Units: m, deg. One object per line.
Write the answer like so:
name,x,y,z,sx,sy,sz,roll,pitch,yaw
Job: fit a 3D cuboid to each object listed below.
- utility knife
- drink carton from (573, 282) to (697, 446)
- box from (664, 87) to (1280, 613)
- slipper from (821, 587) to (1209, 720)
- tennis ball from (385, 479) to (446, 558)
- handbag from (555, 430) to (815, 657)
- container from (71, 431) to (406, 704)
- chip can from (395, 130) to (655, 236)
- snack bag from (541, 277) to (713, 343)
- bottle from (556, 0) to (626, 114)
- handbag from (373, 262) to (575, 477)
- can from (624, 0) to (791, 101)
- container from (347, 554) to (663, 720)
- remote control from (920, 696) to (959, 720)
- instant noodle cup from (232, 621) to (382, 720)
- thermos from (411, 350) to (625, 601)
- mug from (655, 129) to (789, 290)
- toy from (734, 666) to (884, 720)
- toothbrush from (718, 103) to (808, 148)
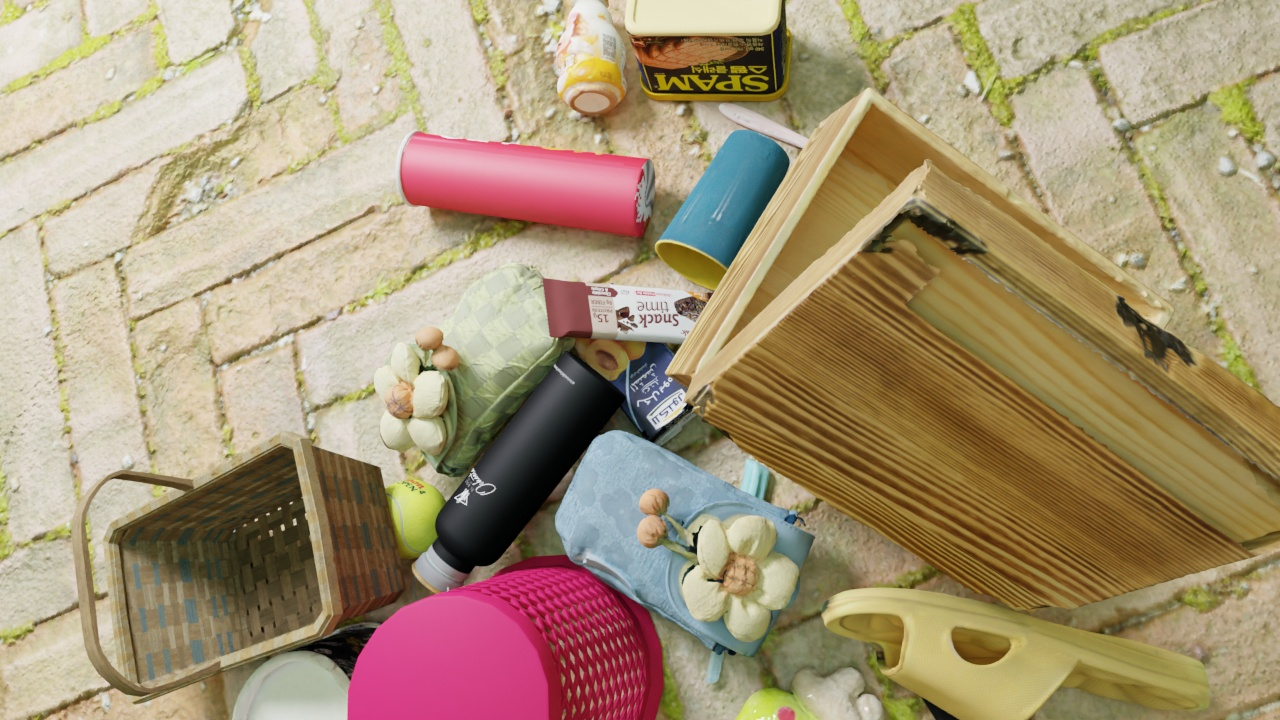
utility knife,0.075,0.167,0.730,0.022,0.016,0.179,11,78,14
drink carton,-0.005,0.005,0.772,0.064,0.040,0.130,-39,73,1
box,0.198,0.010,0.551,0.279,0.315,0.282,33,86,-10
slipper,0.251,0.218,0.630,0.263,0.100,0.078,11,67,2
tennis ball,-0.192,0.132,0.765,0.065,0.065,0.065,-3,76,10
handbag,0.028,0.132,0.686,0.192,0.118,0.121,29,87,15
container,-0.325,0.159,0.691,0.250,0.186,0.157,-25,72,26
chip can,-0.101,-0.157,0.814,0.221,0.069,0.069,10,79,13
snack bag,-0.002,-0.038,0.749,0.157,0.013,0.057,4,60,-23
bottle,-0.045,-0.282,0.836,0.063,0.063,0.108,-5,75,10
handbag,-0.146,0.002,0.752,0.187,0.116,0.113,-47,70,15
can,0.060,-0.284,0.793,0.135,0.104,0.075,4,78,12
container,-0.092,0.226,0.639,0.183,0.226,0.183,-3,76,10
remote control,0.252,0.290,0.667,0.032,0.015,0.136,-33,73,2
instant noodle cup,-0.241,0.278,0.716,0.137,0.112,0.137,-3,77,11
thermos,-0.106,0.101,0.725,0.061,0.061,0.231,39,92,17
mug,0.074,-0.128,0.773,0.078,0.078,0.121,25,78,15
toy,0.125,0.276,0.681,0.115,0.046,0.092,-35,70,-7
toothbrush,0.147,-0.189,0.800,0.181,0.018,0.015,28,83,17
